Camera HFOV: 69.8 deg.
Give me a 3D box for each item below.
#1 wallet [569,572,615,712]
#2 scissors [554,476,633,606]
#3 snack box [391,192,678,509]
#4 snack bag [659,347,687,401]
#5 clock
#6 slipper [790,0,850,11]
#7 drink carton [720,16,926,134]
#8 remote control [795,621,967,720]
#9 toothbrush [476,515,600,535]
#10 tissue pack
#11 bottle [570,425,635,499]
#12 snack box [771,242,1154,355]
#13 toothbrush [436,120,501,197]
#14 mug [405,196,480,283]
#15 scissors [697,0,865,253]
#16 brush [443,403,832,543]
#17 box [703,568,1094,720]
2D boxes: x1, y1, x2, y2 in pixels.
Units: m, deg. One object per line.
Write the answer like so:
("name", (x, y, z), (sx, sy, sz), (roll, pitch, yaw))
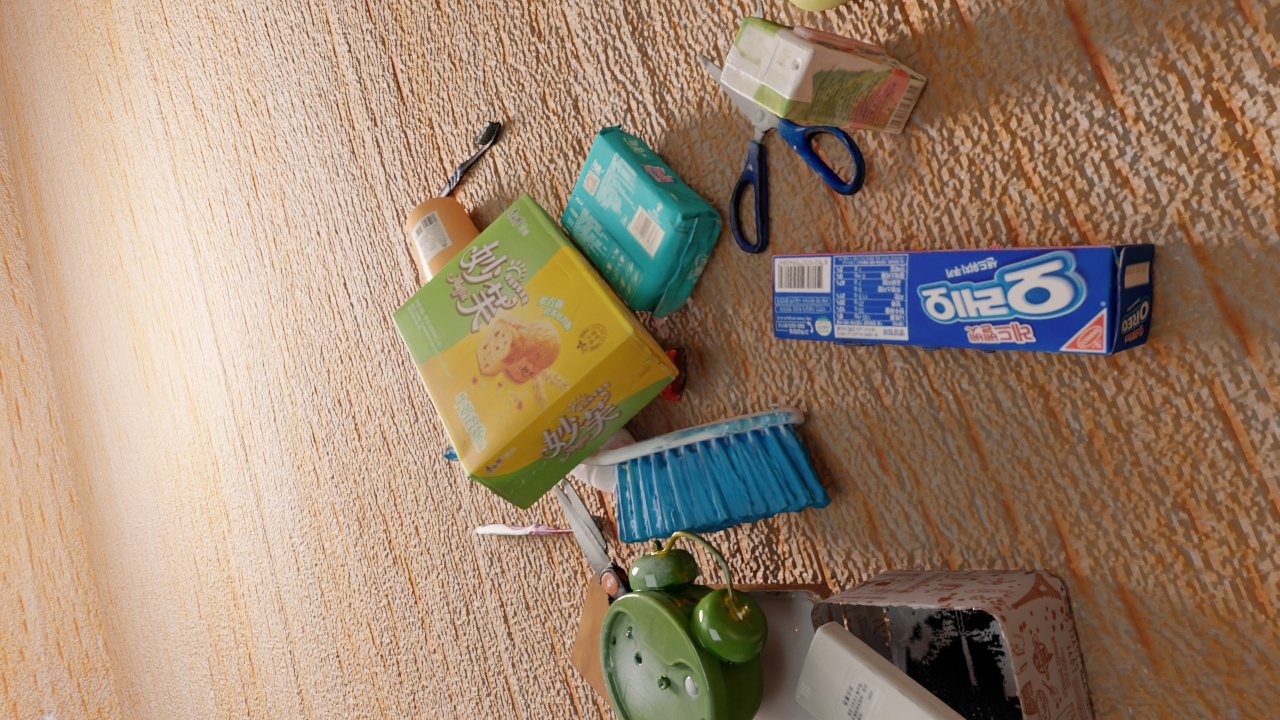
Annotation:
("wallet", (-0.016, 0.251, 0.791), (0.101, 0.020, 0.115), (38, 125, 35))
("scissors", (-0.025, 0.204, 0.758), (0.235, 0.021, 0.149), (37, 116, 33))
("snack box", (-0.090, -0.013, 0.710), (0.158, 0.070, 0.210), (-42, 48, 5))
("snack bag", (-0.004, 0.004, 0.734), (0.105, 0.026, 0.045), (14, 115, 45))
("clock", (0.030, 0.191, 0.611), (0.116, 0.056, 0.161), (27, 118, 45))
("slipper", (0.137, -0.266, 0.511), (0.191, 0.081, 0.091), (-23, 82, 48))
("drink carton", (0.108, -0.162, 0.525), (0.053, 0.122, 0.046), (43, 123, 34))
("remote control", (0.145, 0.204, 0.502), (0.135, 0.019, 0.056), (31, 118, 41))
("toothbrush", (-0.100, 0.156, 0.865), (0.188, 0.016, 0.017), (-11, 80, 46))
("tissue pack", (-0.003, -0.107, 0.699), (0.133, 0.050, 0.093), (50, 130, 29))
("bottle", (-0.059, 0.054, 0.773), (0.197, 0.068, 0.068), (36, 121, 31))
("snack box", (0.172, -0.037, 0.523), (0.208, 0.058, 0.057), (4, 99, 46))
("toothbrush", (-0.186, -0.176, 0.903), (0.190, 0.016, 0.014), (-37, 62, 43))
("mug", (-0.174, -0.092, 0.863), (0.078, 0.078, 0.122), (-52, 56, 37))
("scissors", (0.088, -0.153, 0.622), (0.174, 0.012, 0.163), (34, 122, 40))
("brush", (-0.018, 0.086, 0.687), (0.315, 0.060, 0.109), (-16, 76, 25))
("box", (0.140, 0.227, 0.579), (0.260, 0.082, 0.177), (-15, 85, 46))
